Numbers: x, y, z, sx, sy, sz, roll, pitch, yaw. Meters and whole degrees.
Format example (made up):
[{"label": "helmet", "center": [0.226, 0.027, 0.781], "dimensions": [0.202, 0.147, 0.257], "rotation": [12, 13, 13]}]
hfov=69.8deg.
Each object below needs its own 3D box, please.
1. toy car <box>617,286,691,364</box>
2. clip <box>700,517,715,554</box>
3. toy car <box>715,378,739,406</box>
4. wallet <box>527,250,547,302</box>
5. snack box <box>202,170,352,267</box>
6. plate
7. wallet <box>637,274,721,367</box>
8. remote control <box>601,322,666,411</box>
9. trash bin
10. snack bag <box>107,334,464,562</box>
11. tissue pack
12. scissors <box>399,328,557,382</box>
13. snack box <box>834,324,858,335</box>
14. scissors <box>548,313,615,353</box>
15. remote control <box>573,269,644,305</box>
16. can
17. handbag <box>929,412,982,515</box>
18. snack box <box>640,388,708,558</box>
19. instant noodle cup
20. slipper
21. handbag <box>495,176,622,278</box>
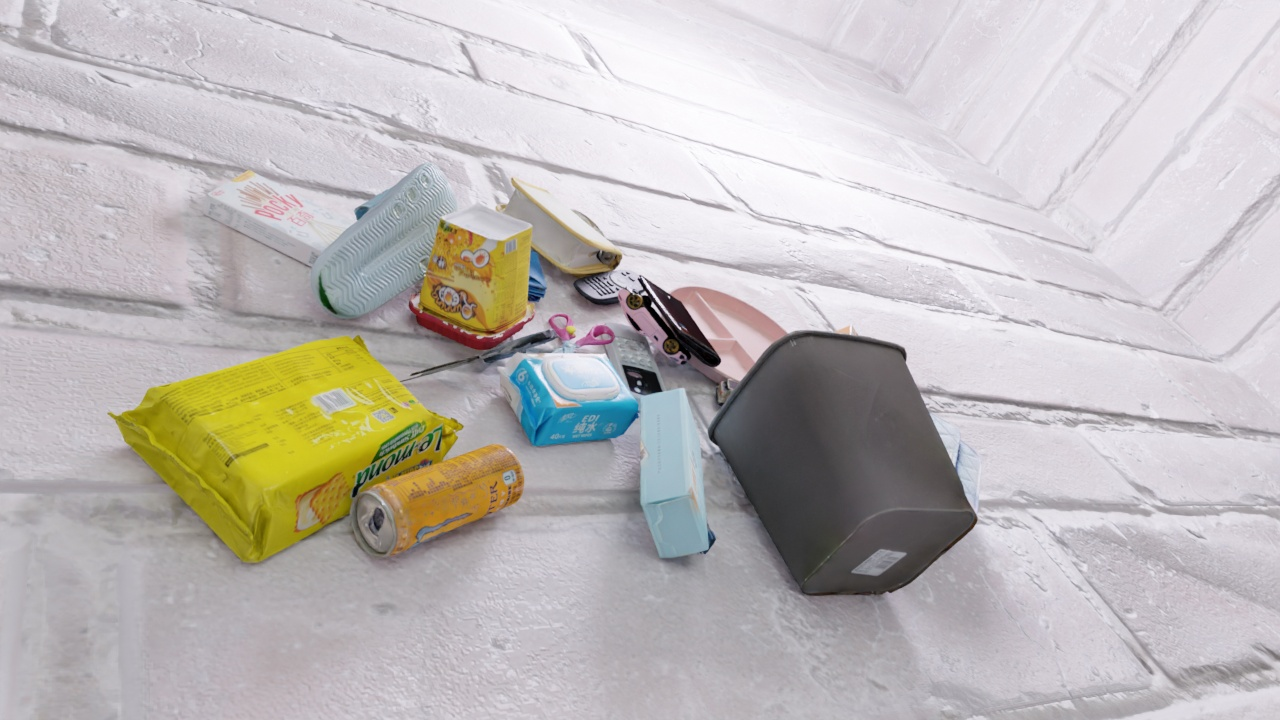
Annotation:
[{"label": "toy car", "center": [0.015, -0.041, 1.134], "dimensions": [0.122, 0.037, 0.056], "rotation": [50, 15, 8]}, {"label": "clip", "center": [0.059, 0.167, 0.918], "dimensions": [0.029, 0.024, 0.056], "rotation": [15, 27, -30]}, {"label": "toy car", "center": [0.137, 0.055, 1.136], "dimensions": [0.090, 0.035, 0.042], "rotation": [24, 32, -13]}, {"label": "wallet", "center": [-0.185, -0.121, 1.128], "dimensions": [0.133, 0.040, 0.106], "rotation": [13, 30, -23]}, {"label": "snack box", "center": [-0.388, -0.152, 1.015], "dimensions": [0.157, 0.027, 0.084], "rotation": [27, 31, -5]}, {"label": "plate", "center": [0.128, -0.023, 1.249], "dimensions": [0.229, 0.028, 0.229], "rotation": [20, 31, -13]}, {"label": "wallet", "center": [0.047, -0.050, 1.147], "dimensions": [0.096, 0.020, 0.122], "rotation": [36, 17, -46]}, {"label": "remote control", "center": [-0.007, 0.006, 1.100], "dimensions": [0.058, 0.021, 0.150], "rotation": [13, 34, -26]}, {"label": "trash bin", "center": [0.215, 0.115, 0.974], "dimensions": [0.198, 0.199, 0.219], "rotation": [7, 45, -30]}, {"label": "snack bag", "center": [-0.277, 0.055, 0.761], "dimensions": [0.158, 0.068, 0.245], "rotation": [39, 31, 15]}, {"label": "tissue pack", "center": [-0.074, 0.037, 0.958], "dimensions": [0.139, 0.063, 0.090], "rotation": [0, 43, -40]}, {"label": "scissors", "center": [-0.164, -0.002, 0.940], "dimensions": [0.173, 0.159, 0.014], "rotation": [-15, 85, -84]}, {"label": "snack box", "center": [0.266, 0.023, 1.212], "dimensions": [0.093, 0.077, 0.094], "rotation": [55, 27, -16]}, {"label": "scissors", "center": [-0.074, -0.016, 1.074], "dimensions": [0.105, 0.017, 0.135], "rotation": [9, 32, -7]}, {"label": "remote control", "center": [-0.041, -0.095, 1.219], "dimensions": [0.053, 0.024, 0.136], "rotation": [40, 31, 21]}, {"label": "can", "center": [-0.167, 0.115, 0.771], "dimensions": [0.058, 0.058, 0.145], "rotation": [43, 34, 22]}, {"label": "handbag", "center": [0.359, 0.137, 1.156], "dimensions": [0.134, 0.076, 0.193], "rotation": [32, 30, 6]}, {"label": "snack box", "center": [0.032, 0.108, 0.918], "dimensions": [0.052, 0.074, 0.174], "rotation": [-12, 33, 8]}, {"label": "instant noodle cup", "center": [-0.175, -0.094, 0.991], "dimensions": [0.116, 0.124, 0.115], "rotation": [23, 29, 15]}, {"label": "slipper", "center": [-0.279, -0.127, 1.009], "dimensions": [0.244, 0.074, 0.104], "rotation": [-56, 129, -45]}, {"label": "handbag", "center": [-0.099, -0.175, 1.270], "dimensions": [0.163, 0.063, 0.178], "rotation": [42, 18, 20]}]
